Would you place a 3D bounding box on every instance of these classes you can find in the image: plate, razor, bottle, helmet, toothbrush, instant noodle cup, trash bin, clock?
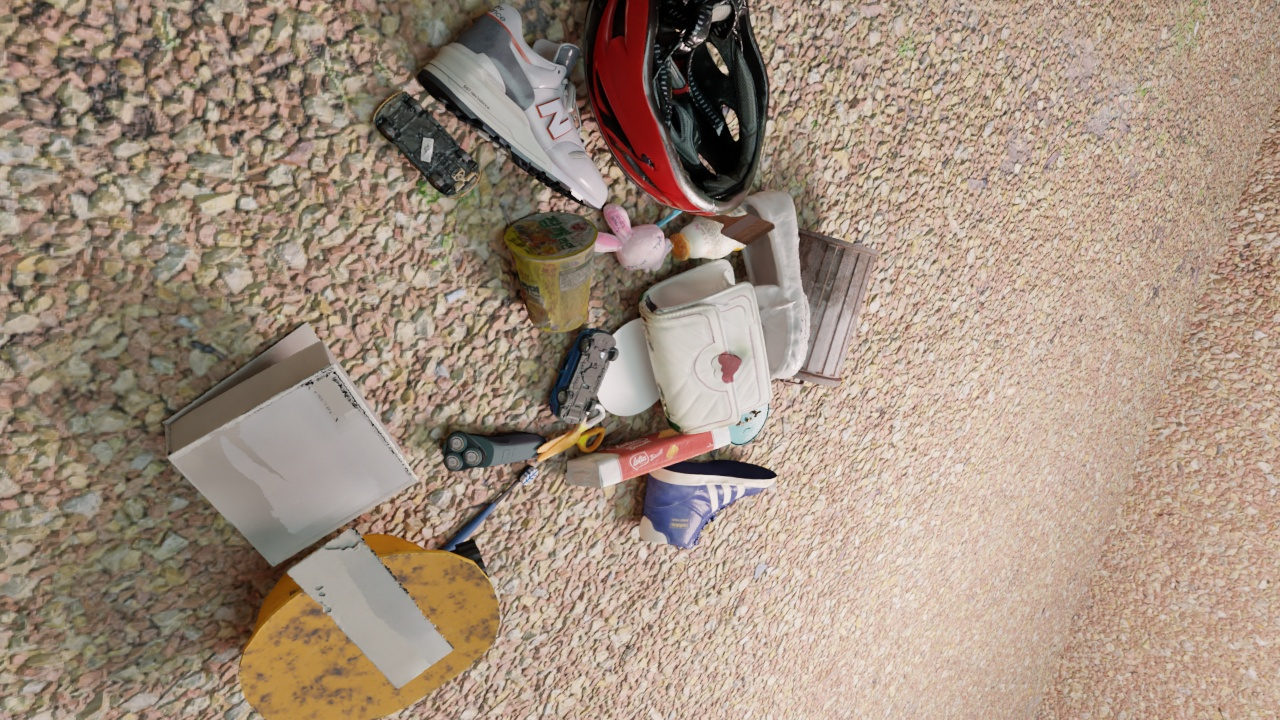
[{"bbox_3d":[-0.007,0.007,1.179,0.134,0.011,0.135,-19,121,-34],"label":"plate"},{"bbox_3d":[-0.165,0.102,1.067,0.142,0.052,0.047,0,108,-51],"label":"razor"},{"bbox_3d":[0.086,-0.157,1.147,0.108,0.063,0.063,-24,124,-32],"label":"bottle"},{"bbox_3d":[0.040,-0.283,0.968,0.216,0.167,0.272,-38,120,-41],"label":"helmet"},{"bbox_3d":[-0.188,0.186,1.104,0.167,0.014,0.014,-43,143,-18],"label":"toothbrush"},{"bbox_3d":[-0.289,0.258,0.965,0.255,0.131,0.205,-18,123,-19],"label":"helmet"},{"bbox_3d":[-0.094,-0.094,1.005,0.102,0.102,0.108,-27,135,-30],"label":"instant noodle cup"},{"bbox_3d":[0.242,-0.067,1.282,0.130,0.131,0.211,7,104,-43],"label":"trash bin"},{"bbox_3d":[0.137,0.063,1.304,0.089,0.053,0.124,-31,127,-28],"label":"clock"}]

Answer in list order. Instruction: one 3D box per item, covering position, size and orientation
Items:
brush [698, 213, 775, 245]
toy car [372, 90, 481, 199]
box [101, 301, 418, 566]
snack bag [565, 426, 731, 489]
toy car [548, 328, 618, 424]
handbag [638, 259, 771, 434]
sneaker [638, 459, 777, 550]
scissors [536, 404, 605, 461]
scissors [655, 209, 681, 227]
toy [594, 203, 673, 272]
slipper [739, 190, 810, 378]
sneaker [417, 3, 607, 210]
[{"bbox_3d":[0.100,-0.170,1.096,0.045,0.143,0.008,-32,126,-16],"label":"brush"},{"bbox_3d":[-0.205,-0.203,0.882,0.112,0.047,0.047,47,75,-14],"label":"toy car"},{"bbox_3d":[-0.420,0.037,0.978,0.171,0.404,0.169,-40,131,-20],"label":"box"},{"bbox_3d":[0.013,0.121,1.206,0.224,0.078,0.041,-12,94,-36],"label":"snack bag"},{"bbox_3d":[-0.072,0.017,1.104,0.056,0.043,0.120,18,99,-44],"label":"toy car"},{"bbox_3d":[0.082,-0.012,1.163,0.142,0.096,0.199,-23,127,-9],"label":"handbag"},{"bbox_3d":[0.096,0.210,1.309,0.232,0.091,0.118,7,100,-42],"label":"sneaker"},{"bbox_3d":[-0.085,0.091,1.132,0.130,0.013,0.070,-18,119,-51],"label":"scissors"},{"bbox_3d":[0.071,-0.200,1.110,0.015,0.135,0.135,57,25,-11],"label":"scissors"},{"bbox_3d":[-0.010,-0.138,1.082,0.110,0.047,0.064,23,111,-31],"label":"toy"},{"bbox_3d":[0.170,-0.098,1.197,0.074,0.112,0.247,-7,92,-17],"label":"slipper"},{"bbox_3d":[-0.096,-0.258,0.921,0.239,0.089,0.124,32,90,-42],"label":"sneaker"}]
